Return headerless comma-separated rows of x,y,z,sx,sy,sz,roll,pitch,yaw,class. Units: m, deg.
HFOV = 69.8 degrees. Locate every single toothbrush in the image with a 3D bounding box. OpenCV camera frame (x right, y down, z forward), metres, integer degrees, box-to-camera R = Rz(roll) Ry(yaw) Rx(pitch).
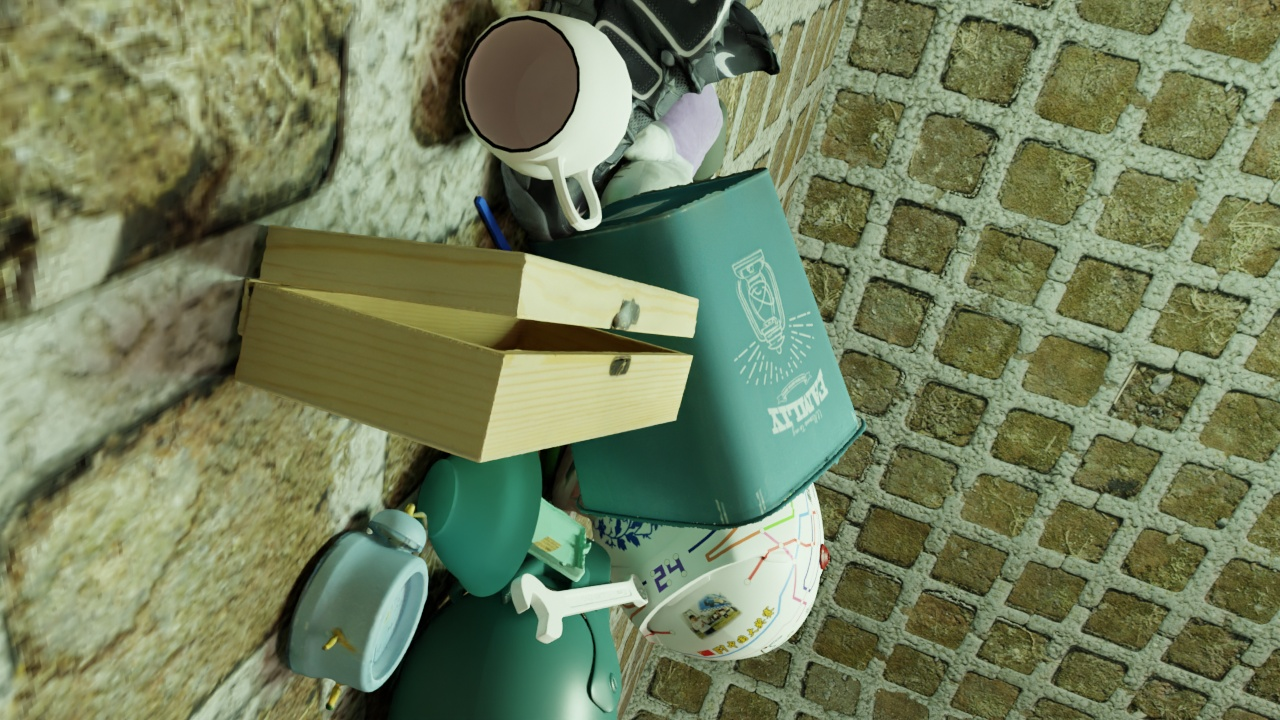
-0.093,-0.070,0.660,0.187,0.011,0.016,71,40,-69,toothbrush

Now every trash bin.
0.034,-0.016,0.706,0.196,0.200,0.219,-32,111,-44,trash bin

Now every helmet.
0.061,0.160,0.973,0.231,0.236,0.314,-39,-146,20,helmet
-0.100,0.259,0.746,0.274,0.176,0.200,-66,158,-73,helmet

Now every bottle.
-0.083,0.064,0.870,0.032,0.033,0.123,-58,163,-51,bottle
0.064,-0.239,1.009,0.109,0.060,0.060,88,24,-62,bottle

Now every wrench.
-0.038,0.186,0.719,0.009,0.047,0.273,-31,163,9,wrench

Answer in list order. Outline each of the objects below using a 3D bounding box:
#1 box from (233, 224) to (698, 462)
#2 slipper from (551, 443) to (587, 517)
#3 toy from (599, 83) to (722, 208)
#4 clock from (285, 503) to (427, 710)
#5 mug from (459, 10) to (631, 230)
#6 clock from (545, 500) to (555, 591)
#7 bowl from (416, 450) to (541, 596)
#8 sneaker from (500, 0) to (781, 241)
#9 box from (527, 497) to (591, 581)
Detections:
-0.065,-0.016,0.475,0.248,0.128,0.092,2,106,-70,box
-0.056,0.132,1.064,0.222,0.056,0.106,76,33,-72,slipper
0.022,-0.174,0.863,0.138,0.085,0.209,76,30,-73,toy
-0.162,0.144,0.560,0.124,0.052,0.089,-62,166,-54,clock
-0.045,-0.131,0.516,0.076,0.090,0.124,-12,85,-69,mug
-0.107,0.238,0.972,0.119,0.061,0.159,-47,152,-65,clock
-0.121,0.099,0.635,0.046,0.121,0.121,18,91,-36,bowl
0.011,-0.185,0.592,0.097,0.151,0.253,-27,136,-76,sneaker
-0.073,0.105,0.751,0.078,0.112,0.187,-50,-179,0,box
